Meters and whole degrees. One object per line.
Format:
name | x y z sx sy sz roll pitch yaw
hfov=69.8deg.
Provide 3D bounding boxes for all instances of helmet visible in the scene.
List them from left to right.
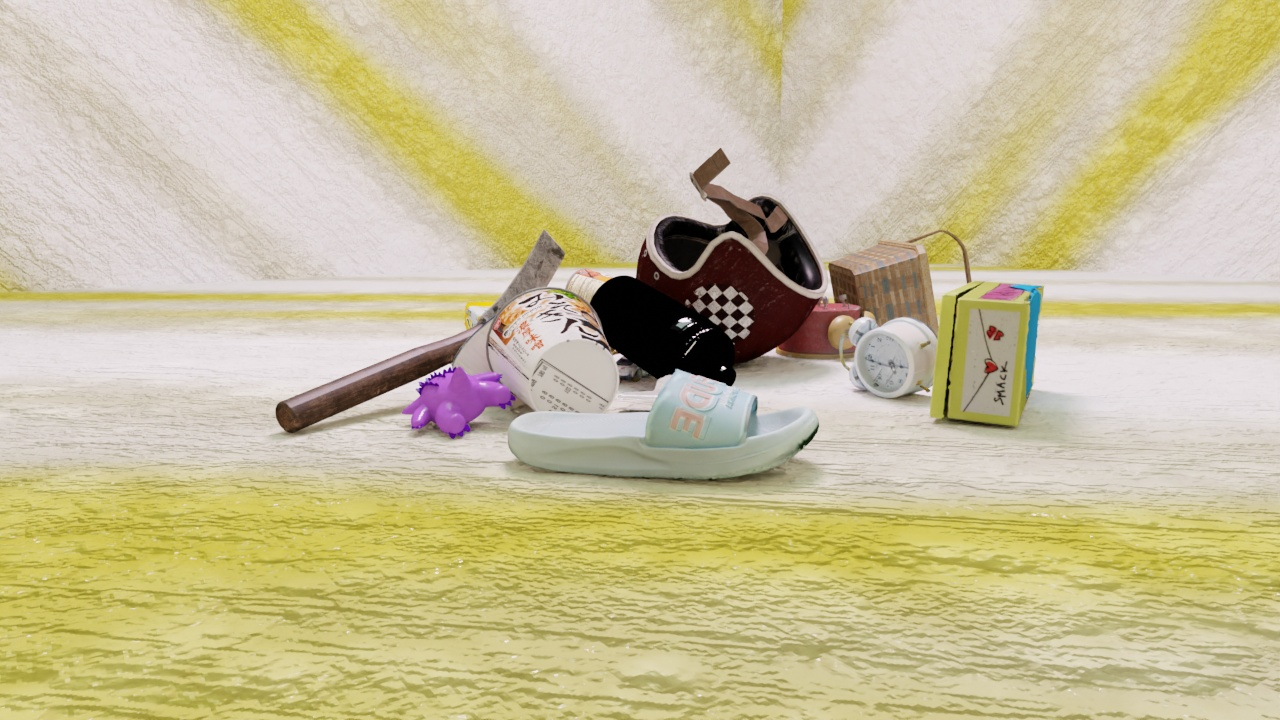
helmet | 0.112 -0.117 1.150 0.254 0.234 0.232 -39 7 31

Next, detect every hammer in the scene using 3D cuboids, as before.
hammer | -0.219 -0.017 0.920 0.299 0.037 0.218 -28 -17 -49

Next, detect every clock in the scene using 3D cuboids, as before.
clock | 0.258 -0.050 1.254 0.159 0.081 0.116 8 13 41
clock | 0.263 -0.004 0.982 0.056 0.083 0.118 -17 18 -38

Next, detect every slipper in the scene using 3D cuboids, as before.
slipper | 0.015 0.047 0.717 0.245 0.074 0.104 -1 10 9

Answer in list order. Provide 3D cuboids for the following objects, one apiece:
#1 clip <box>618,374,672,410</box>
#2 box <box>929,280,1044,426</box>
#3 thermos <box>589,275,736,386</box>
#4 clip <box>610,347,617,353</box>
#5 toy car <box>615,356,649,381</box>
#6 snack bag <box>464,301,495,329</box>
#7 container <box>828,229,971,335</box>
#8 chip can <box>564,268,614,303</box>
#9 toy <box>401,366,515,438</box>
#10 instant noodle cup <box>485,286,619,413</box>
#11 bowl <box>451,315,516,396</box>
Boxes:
clip | 0.031 0.031 0.925 0.102 0.046 0.056 2 22 10
box | 0.352 -0.014 0.921 0.082 0.124 0.220 6 13 24
thermos | 0.027 -0.025 1.025 0.086 0.086 0.199 -7 25 -33
clip | -0.044 -0.026 1.298 0.049 0.044 0.053 35 29 29
toy car | -0.007 0.006 1.099 0.039 0.027 0.089 2 9 26
snack bag | -0.155 -0.043 1.285 0.159 0.068 0.247 -5 10 -17
container | 0.400 -0.105 1.373 0.186 0.157 0.249 -11 9 3
chip can | -0.011 -0.078 1.355 0.215 0.075 0.075 19 19 36
toy | -0.176 0.033 0.857 0.105 0.056 0.088 -34 18 -36
instant noodle cup | -0.079 0.002 0.891 0.123 0.124 0.122 -4 19 -18
bowl | -0.137 -0.002 0.988 0.062 0.118 0.117 49 26 12
